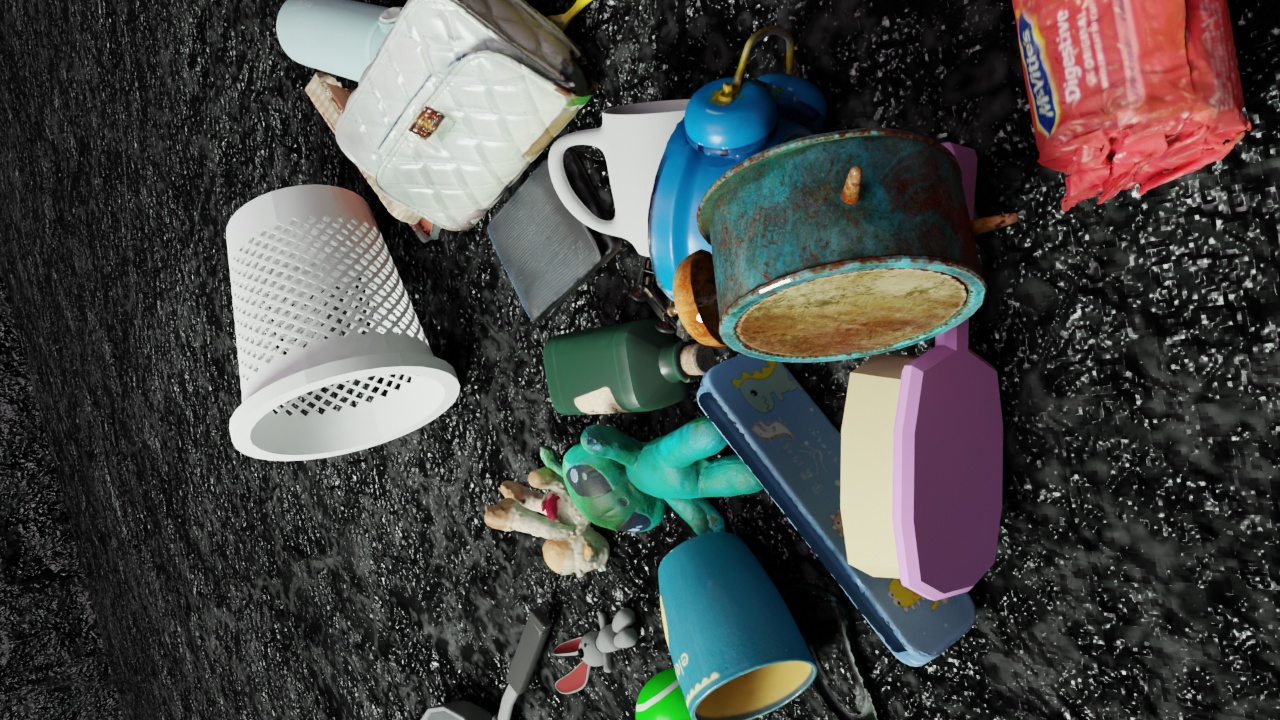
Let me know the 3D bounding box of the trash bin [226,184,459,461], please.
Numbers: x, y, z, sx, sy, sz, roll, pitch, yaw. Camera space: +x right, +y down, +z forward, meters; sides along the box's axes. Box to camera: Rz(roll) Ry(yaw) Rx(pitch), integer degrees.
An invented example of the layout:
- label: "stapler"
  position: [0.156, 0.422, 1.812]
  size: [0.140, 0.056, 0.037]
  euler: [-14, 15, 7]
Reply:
- label: "trash bin"
  position: [-0.288, -0.039, 0.837]
  size: [0.196, 0.195, 0.199]
  euler: [-39, 64, 44]

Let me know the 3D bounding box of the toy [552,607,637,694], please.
- label: "toy"
  position: [-0.037, 0.240, 0.765]
  size: [0.112, 0.030, 0.049]
  euler: [-45, 41, 40]

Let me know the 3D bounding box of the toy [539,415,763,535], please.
- label: "toy"
  position: [0.006, 0.078, 0.647]
  size: [0.130, 0.072, 0.194]
  euler: [44, 141, -22]

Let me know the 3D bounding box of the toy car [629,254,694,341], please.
- label: "toy car"
  position: [0.022, -0.048, 0.605]
  size: [0.092, 0.037, 0.040]
  euler: [-126, 39, -55]

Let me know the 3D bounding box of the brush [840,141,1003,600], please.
- label: "brush"
  position: [0.148, 0.005, 0.476]
  size: [0.043, 0.089, 0.228]
  euler: [1, 91, 50]

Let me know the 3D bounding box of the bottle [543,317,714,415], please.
- label: "bottle"
  position: [-0.004, 0.004, 0.637]
  size: [0.131, 0.061, 0.061]
  euler: [-6, 95, 46]

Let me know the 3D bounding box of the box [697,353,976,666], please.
- label: "box"
  position: [0.113, 0.078, 0.539]
  size: [0.209, 0.065, 0.037]
  euler: [52, 136, 21]

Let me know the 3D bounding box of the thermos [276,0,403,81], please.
- label: "thermos"
  position: [-0.234, -0.271, 0.783]
  size: [0.207, 0.065, 0.078]
  euler: [26, 154, 38]

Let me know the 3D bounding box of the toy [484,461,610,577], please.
- label: "toy"
  position: [-0.067, 0.133, 0.744]
  size: [0.106, 0.074, 0.085]
  euler: [49, 177, -5]

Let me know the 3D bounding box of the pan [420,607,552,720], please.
- label: "pan"
  position: [-0.136, 0.361, 0.893]
  size: [0.178, 0.041, 0.358]
  euler: [42, 128, 29]

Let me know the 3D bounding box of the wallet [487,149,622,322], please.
- label: "wallet"
  position: [-0.071, -0.092, 0.702]
  size: [0.115, 0.026, 0.089]
  euler: [-38, 76, 45]

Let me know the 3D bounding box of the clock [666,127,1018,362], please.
- label: "clock"
  position: [0.078, -0.045, 0.425]
  size: [0.158, 0.121, 0.073]
  euler: [-33, 56, 52]

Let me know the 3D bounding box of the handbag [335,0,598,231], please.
- label: "handbag"
  position: [-0.137, -0.184, 0.677]
  size: [0.139, 0.072, 0.195]
  euler: [33, 140, -19]

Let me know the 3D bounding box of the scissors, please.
- label: "scissors"
  position: [0.171, 0.221, 0.562]
  size: [0.202, 0.015, 0.202]
  euler: [-33, 78, 43]

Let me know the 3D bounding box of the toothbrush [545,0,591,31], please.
- label: "toothbrush"
  position: [-0.026, -0.252, 0.615]
  size: [0.136, 0.016, 0.021]
  euler: [-20, 86, 47]

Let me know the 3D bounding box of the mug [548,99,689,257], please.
- label: "mug"
  position: [-0.002, -0.112, 0.576]
  size: [0.071, 0.107, 0.089]
  euler: [-101, 6, -69]

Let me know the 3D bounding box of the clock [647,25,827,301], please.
- label: "clock"
  position: [0.058, -0.100, 0.507]
  size: [0.060, 0.116, 0.162]
  euler: [18, 119, 29]

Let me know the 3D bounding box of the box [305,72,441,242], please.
- label: "box"
  position: [-0.239, -0.186, 0.831]
  size: [0.048, 0.085, 0.187]
  euler: [-41, 67, 9]

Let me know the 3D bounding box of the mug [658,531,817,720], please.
- label: "mug"
  position: [0.058, 0.181, 0.614]
  size: [0.112, 0.084, 0.104]
  euler: [73, 175, -50]

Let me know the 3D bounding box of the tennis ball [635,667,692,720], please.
- label: "tennis ball"
  position: [0.029, 0.262, 0.679]
  size: [0.065, 0.065, 0.065]
  euler: [16, 113, 42]

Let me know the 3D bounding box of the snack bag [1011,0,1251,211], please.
- label: "snack bag"
  position: [0.195, -0.156, 0.377]
  size: [0.082, 0.082, 0.176]
  euler: [-7, 98, 46]
